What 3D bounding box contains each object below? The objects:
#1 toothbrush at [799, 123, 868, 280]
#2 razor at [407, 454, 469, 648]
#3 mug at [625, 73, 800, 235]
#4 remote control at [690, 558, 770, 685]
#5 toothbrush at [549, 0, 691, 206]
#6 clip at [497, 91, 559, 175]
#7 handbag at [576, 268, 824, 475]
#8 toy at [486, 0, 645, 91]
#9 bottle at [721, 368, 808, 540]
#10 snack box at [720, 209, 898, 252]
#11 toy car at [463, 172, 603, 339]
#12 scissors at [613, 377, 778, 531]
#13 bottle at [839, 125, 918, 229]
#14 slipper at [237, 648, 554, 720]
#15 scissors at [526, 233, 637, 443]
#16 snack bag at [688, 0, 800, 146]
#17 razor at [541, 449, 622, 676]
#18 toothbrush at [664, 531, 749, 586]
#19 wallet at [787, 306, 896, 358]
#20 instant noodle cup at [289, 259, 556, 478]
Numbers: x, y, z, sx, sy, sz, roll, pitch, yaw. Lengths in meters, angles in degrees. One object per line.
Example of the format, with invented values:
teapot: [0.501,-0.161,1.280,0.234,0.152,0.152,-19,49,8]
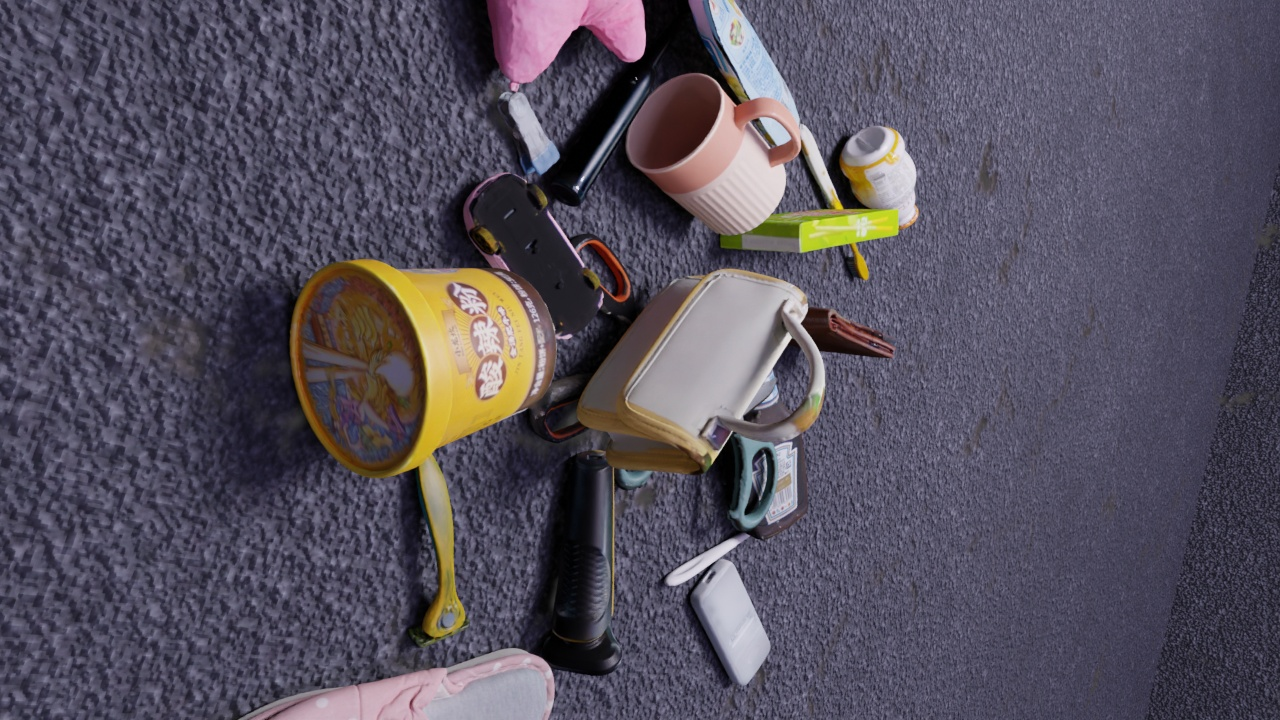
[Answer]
toothbrush: [0.186,-0.150,0.891,0.016,0.018,0.191,-54,129,-27]
razor: [-0.136,0.123,0.607,0.043,0.028,0.132,-12,105,-41]
mug: [0.065,-0.157,0.692,0.106,0.115,0.081,32,51,-47]
remote control: [0.086,0.249,0.867,0.055,0.020,0.136,-47,128,-31]
toothbrush: [-0.005,-0.200,0.671,0.212,0.026,0.027,-61,146,-21]
clip: [-0.076,-0.153,0.613,0.025,0.036,0.058,-46,127,-27]
handbag: [0.056,0.003,0.639,0.163,0.179,0.063,-54,125,-29]
toy: [-0.063,-0.257,0.565,0.194,0.075,0.178,13,91,-43]
bottle: [0.108,0.065,0.826,0.079,0.044,0.195,-26,119,-28]
snack box: [0.151,-0.117,0.809,0.156,0.086,0.026,-14,108,-43]
toy car: [-0.073,-0.069,0.617,0.056,0.037,0.122,-45,122,-19]
scissors: [0.051,0.084,0.761,0.169,0.019,0.171,-21,117,-25]
bottle: [0.241,-0.177,0.905,0.108,0.063,0.063,48,64,-40]
slipper: [-0.156,0.254,0.590,0.273,0.054,0.114,1,98,-47]
scissors: [-0.005,-0.011,0.715,0.220,0.022,0.228,-41,125,-33]
snack bag: [0.068,-0.245,0.693,0.191,0.039,0.110,39,41,-52]
razor: [-0.040,0.152,0.700,0.067,0.062,0.167,0,94,-77]
toothbrush: [0.084,0.173,0.853,0.179,0.016,0.016,-19,117,-43]
wallet: [0.160,-0.028,0.826,0.124,0.101,0.032,14,86,-46]
instant noodle cup: [-0.120,-0.003,0.535,0.114,0.119,0.118,-15,109,-52]
